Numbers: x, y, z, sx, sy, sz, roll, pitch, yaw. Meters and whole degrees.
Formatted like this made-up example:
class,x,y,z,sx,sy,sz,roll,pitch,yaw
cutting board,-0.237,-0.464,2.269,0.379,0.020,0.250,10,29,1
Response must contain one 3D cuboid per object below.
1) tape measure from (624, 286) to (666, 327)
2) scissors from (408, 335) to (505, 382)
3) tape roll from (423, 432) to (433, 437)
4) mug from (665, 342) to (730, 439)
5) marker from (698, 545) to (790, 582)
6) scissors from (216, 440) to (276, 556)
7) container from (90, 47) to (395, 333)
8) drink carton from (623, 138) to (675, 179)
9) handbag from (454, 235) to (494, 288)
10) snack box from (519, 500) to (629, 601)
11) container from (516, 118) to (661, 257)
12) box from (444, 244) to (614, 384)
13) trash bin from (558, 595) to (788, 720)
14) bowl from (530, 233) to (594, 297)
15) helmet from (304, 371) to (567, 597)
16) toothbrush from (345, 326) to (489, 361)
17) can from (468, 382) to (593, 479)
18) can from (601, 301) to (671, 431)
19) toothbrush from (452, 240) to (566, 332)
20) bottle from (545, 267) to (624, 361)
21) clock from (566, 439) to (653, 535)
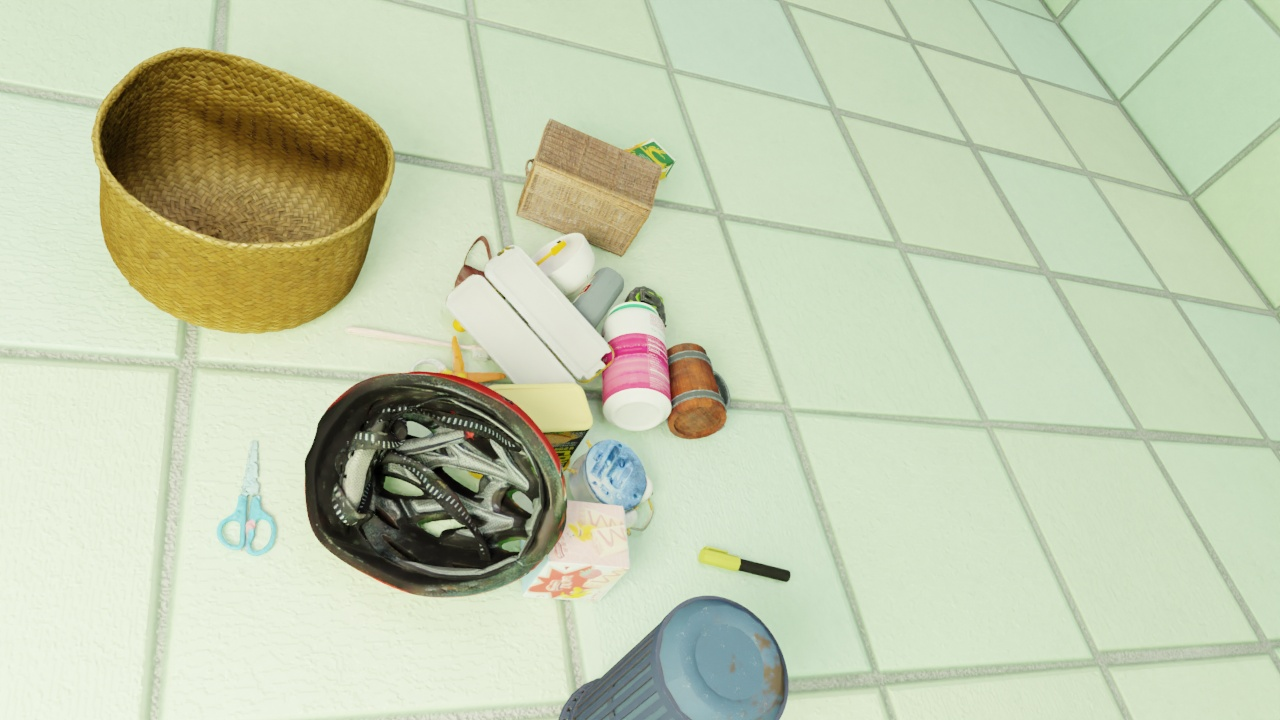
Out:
class,x,y,z,sx,sy,sz,roll,pitch,yaw
tape measure,0.007,-0.079,1.338,0.058,0.036,0.065,11,50,-21
scissors,-0.225,0.023,1.133,0.128,0.011,0.125,2,60,-30
tape roll,-0.270,0.070,1.072,0.093,0.016,0.091,36,45,2
mug,0.081,0.045,1.256,0.117,0.082,0.111,25,39,-34
marker,0.131,0.255,1.144,0.123,0.018,0.021,17,48,-18
scissors,-0.404,0.139,0.947,0.056,0.015,0.136,8,45,-26
container,-0.454,-0.179,1.051,0.306,0.197,0.306,16,46,-18
drink carton,-0.004,-0.323,1.530,0.058,0.041,0.122,46,46,11
handbag,-0.224,-0.132,1.264,0.055,0.029,0.119,18,42,-20
snack box,-0.074,0.211,1.012,0.094,0.093,0.079,11,50,-22
container,-0.079,-0.257,1.382,0.198,0.113,0.113,21,47,-13
box,-0.142,-0.040,1.171,0.127,0.023,0.209,-40,82,-13
trash bin,0.027,0.326,0.862,0.139,0.250,0.139,15,48,-18
bowl,-0.109,-0.124,1.272,0.054,0.105,0.104,57,36,-30
helmet,-0.202,0.124,0.938,0.272,0.167,0.217,20,90,4
toothbrush,-0.276,-0.022,1.147,0.181,0.016,0.018,10,56,-23
can,-0.133,0.081,1.080,0.130,0.101,0.072,-1,55,-30
can,-0.007,0.007,1.221,0.088,0.088,0.165,13,49,-20
toothbrush,-0.171,-0.101,1.220,0.196,0.031,0.031,-41,46,-21
bottle,-0.079,-0.059,1.247,0.046,0.072,0.160,37,45,-5
clock,-0.030,0.154,1.106,0.125,0.052,0.088,46,44,-10
